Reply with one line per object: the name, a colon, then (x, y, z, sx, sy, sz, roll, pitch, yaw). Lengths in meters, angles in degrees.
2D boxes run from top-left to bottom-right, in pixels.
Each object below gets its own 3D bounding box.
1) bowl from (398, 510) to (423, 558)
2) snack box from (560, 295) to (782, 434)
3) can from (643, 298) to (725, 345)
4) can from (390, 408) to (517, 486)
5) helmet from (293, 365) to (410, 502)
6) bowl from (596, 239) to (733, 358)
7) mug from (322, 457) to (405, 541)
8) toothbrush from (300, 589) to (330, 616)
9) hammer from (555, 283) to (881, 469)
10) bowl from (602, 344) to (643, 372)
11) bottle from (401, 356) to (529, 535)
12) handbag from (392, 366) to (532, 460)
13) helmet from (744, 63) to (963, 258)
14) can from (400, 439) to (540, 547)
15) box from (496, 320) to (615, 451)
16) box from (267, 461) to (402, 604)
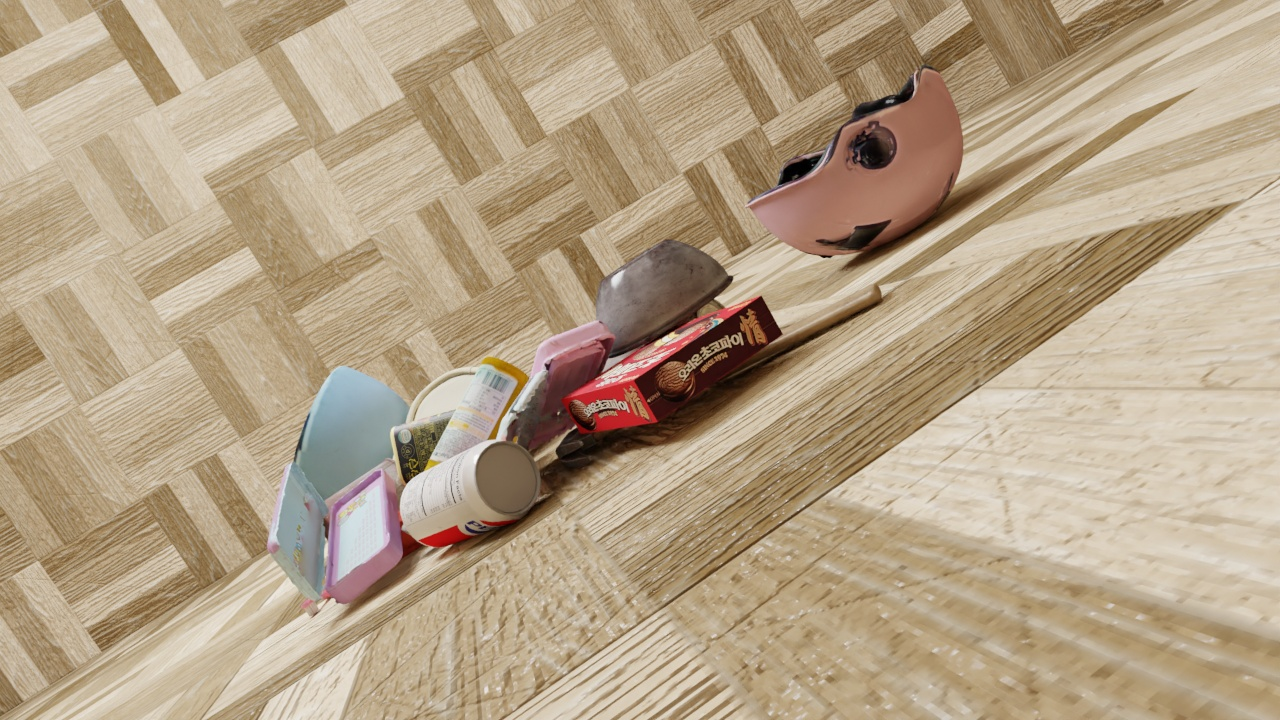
bowl: (-0.244, 0.178, 0.966, 0.122, 0.035, 0.122, -31, 5, 3)
snack box: (0.021, 0.007, 0.763, 0.132, 0.036, 0.152, -33, 7, -25)
can: (0.051, -0.019, 0.934, 0.076, 0.067, 0.067, -27, 6, 37)
can: (-0.195, 0.094, 0.996, 0.101, 0.072, 0.131, -16, -11, 8)
helmet: (-0.391, 0.134, 1.287, 0.266, 0.167, 0.224, 102, 179, -47)
bowl: (0.011, -0.069, 0.886, 0.145, 0.067, 0.145, -32, 8, 5)
mug: (-0.318, 0.190, 1.092, 0.110, 0.096, 0.123, -30, -33, -28)
toothbrush: (-0.331, 0.244, 0.977, 0.021, 0.016, 0.135, -31, 2, 2)
hammer: (0.060, 0.018, 0.804, 0.332, 0.031, 0.119, -26, 7, 26)
bowl: (-0.006, 0.006, 0.994, 0.104, 0.054, 0.105, -45, -19, -20)
bottle: (-0.170, 0.088, 0.890, 0.185, 0.053, 0.053, -65, 15, -16)
handbag: (-0.208, 0.104, 1.196, 0.230, 0.132, 0.183, -16, 31, 38)
helmet: (0.251, -0.204, 1.046, 0.255, 0.152, 0.230, -34, 8, -13)
can: (-0.147, 0.115, 0.785, 0.132, 0.070, 0.070, -27, 7, 46)
box: (-0.099, 0.049, 0.877, 0.155, 0.059, 0.202, -38, -13, -29)
box: (-0.298, 0.146, 0.889, 0.089, 0.092, 0.214, -39, 21, -5)
